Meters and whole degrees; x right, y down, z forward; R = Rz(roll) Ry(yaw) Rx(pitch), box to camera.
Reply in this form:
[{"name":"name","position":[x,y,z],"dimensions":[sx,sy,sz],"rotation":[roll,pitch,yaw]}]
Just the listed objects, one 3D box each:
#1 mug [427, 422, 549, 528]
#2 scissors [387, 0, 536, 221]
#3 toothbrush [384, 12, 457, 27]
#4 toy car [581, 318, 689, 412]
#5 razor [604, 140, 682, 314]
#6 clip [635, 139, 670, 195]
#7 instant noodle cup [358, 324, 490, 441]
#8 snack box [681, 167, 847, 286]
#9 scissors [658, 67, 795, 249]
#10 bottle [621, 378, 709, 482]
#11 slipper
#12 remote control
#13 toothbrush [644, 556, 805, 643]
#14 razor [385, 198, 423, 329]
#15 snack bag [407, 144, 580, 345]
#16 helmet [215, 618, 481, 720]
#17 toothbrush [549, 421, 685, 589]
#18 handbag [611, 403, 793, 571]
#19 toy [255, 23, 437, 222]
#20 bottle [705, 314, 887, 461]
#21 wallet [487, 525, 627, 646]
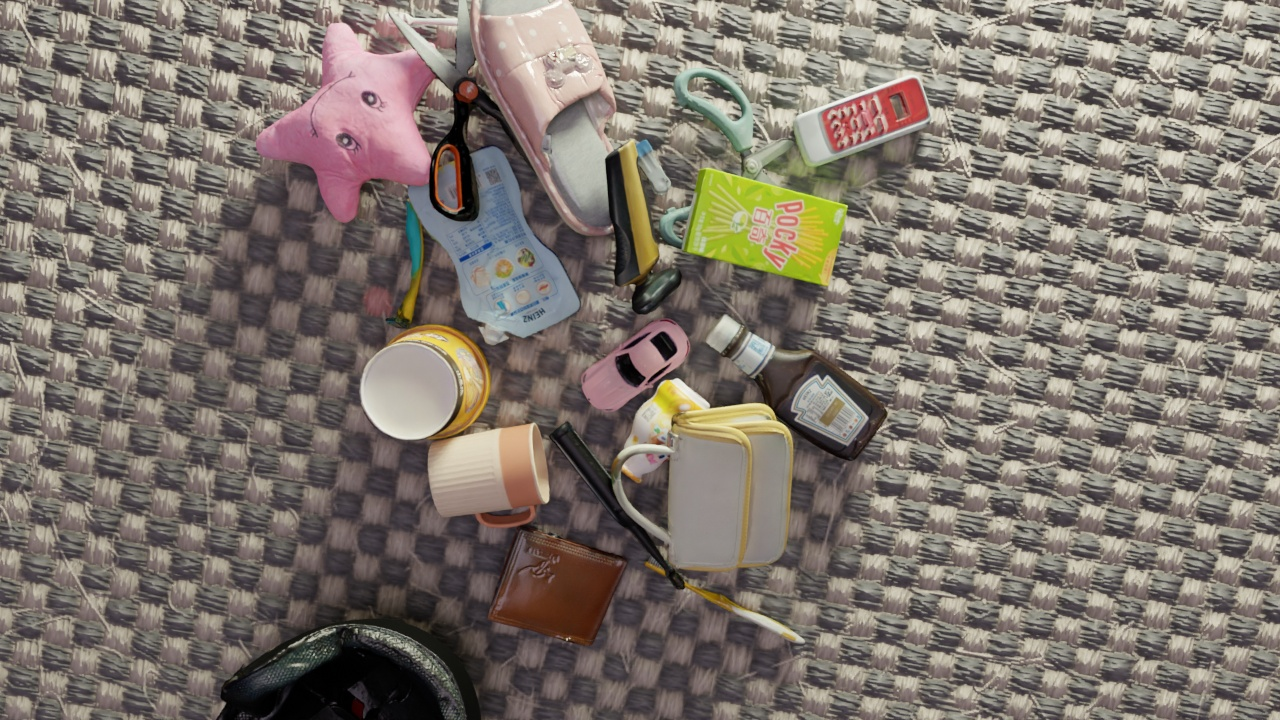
[{"name":"mug","position":[-0.150,0.124,0.935],"dimensions":[0.106,0.081,0.115],"rotation":[-9,124,2]},{"name":"scissors","position":[-0.161,-0.238,0.889],"dimensions":[0.220,0.022,0.227],"rotation":[26,77,-22]},{"name":"toothbrush","position":[-0.165,-0.339,0.919],"dimensions":[0.180,0.016,0.016],"rotation":[2,98,-2]},{"name":"toy car","position":[-0.006,0.006,0.941],"dimensions":[0.122,0.037,0.056],"rotation":[-36,93,4]},{"name":"razor","position":[-0.002,-0.130,0.898],"dimensions":[0.067,0.062,0.167],"rotation":[-9,110,6]},{"name":"clip","position":[0.011,-0.195,0.934],"dimensions":[0.026,0.036,0.058],"rotation":[-33,91,0]},{"name":"instant noodle cup","position":[-0.215,0.025,0.902],"dimensions":[0.118,0.114,0.118],"rotation":[0,95,0]},{"name":"snack box","position":[0.125,-0.132,0.918],"dimensions":[0.156,0.026,0.086],"rotation":[12,96,-15]},{"name":"scissors","position":[0.068,-0.196,0.922],"dimensions":[0.170,0.019,0.171],"rotation":[-45,103,-6]},{"name":"bottle","position":[0.020,0.073,0.933],"dimensions":[0.063,0.063,0.108],"rotation":[39,94,-3]},{"name":"slipper","position":[-0.079,-0.251,0.887],"dimensions":[0.114,0.055,0.274],"rotation":[-28,101,-29]},{"name":"remote control","position":[0.224,-0.242,0.929],"dimensions":[0.136,0.020,0.056],"rotation":[-19,95,1]},{"name":"toothbrush","position":[0.091,0.254,0.973],"dimensions":[0.191,0.016,0.018],"rotation":[27,85,-2]},{"name":"razor","position":[-0.236,-0.098,0.934],"dimensions":[0.028,0.043,0.132],"rotation":[6,90,-26]},{"name":"snack bag","position":[-0.148,-0.113,0.928],"dimensions":[0.110,0.039,0.191],"rotation":[-27,95,-9]},{"name":"helmet","position":[-0.279,0.374,0.875],"dimensions":[0.275,0.230,0.233],"rotation":[-38,79,2]},{"name":"toothbrush","position":[-0.021,0.154,0.952],"dimensions":[0.026,0.027,0.212],"rotation":[-38,91,-15]},{"name":"handbag","position":[0.059,0.132,0.903],"dimensions":[0.178,0.063,0.163],"rotation":[-4,110,-14]},{"name":"toy","position":[-0.264,-0.234,0.898],"dimensions":[0.178,0.074,0.194],"rotation":[37,93,4]},{"name":"bottle","position":[0.155,0.022,0.940],"dimensions":[0.195,0.044,0.080],"rotation":[35,93,-2]},{"name":"wallet","position":[-0.087,0.235,0.956],"dimensions":[0.124,0.032,0.101],"rotation":[20,90,-13]}]
